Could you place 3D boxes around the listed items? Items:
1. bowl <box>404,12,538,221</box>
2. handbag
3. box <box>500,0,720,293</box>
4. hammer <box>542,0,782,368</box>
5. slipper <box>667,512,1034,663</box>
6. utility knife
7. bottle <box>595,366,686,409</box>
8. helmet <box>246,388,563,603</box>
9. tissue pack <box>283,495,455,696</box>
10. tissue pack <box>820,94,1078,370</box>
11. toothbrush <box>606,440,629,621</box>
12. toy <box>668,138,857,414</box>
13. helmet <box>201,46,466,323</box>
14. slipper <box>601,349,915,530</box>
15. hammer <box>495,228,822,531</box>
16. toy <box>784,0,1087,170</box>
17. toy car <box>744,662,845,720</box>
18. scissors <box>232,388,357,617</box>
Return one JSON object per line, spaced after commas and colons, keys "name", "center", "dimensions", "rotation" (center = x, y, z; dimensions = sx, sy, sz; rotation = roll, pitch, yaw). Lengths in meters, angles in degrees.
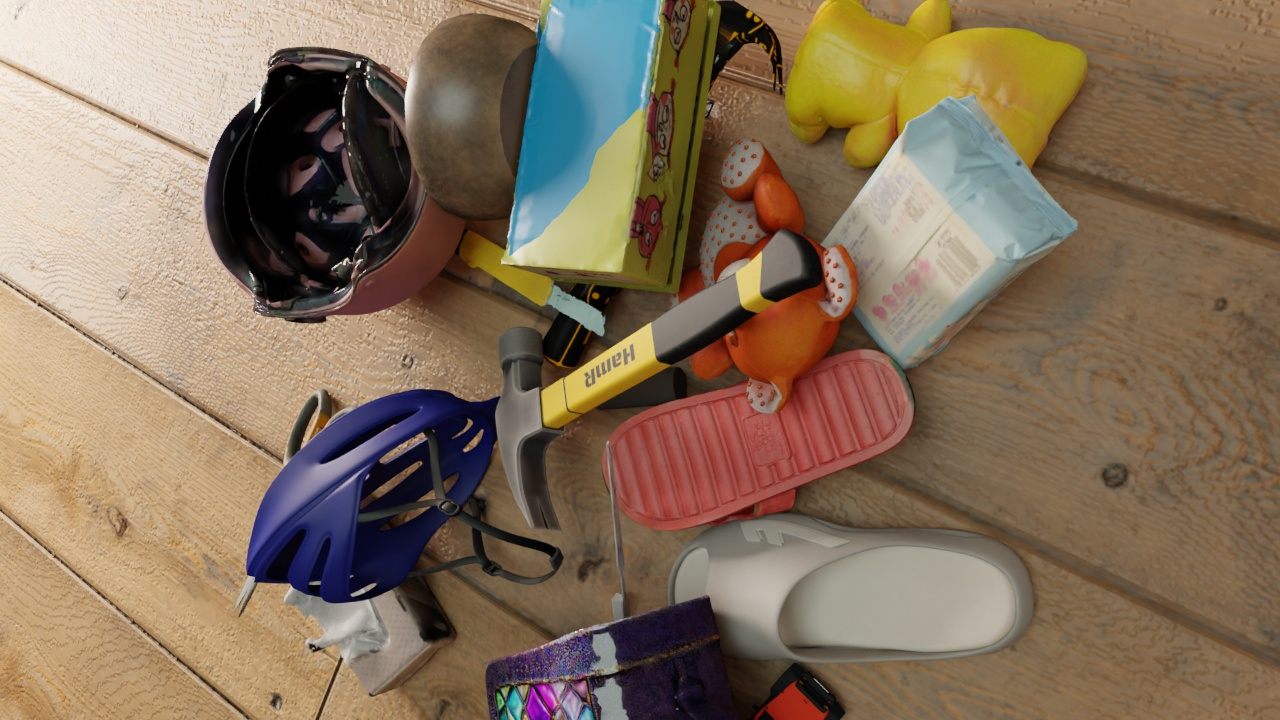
{"name": "bowl", "center": [-0.108, -0.192, 0.733], "dimensions": [0.070, 0.162, 0.162], "rotation": [8, 90, 26]}
{"name": "handbag", "center": [0.000, 0.279, 0.638], "dimensions": [0.223, 0.125, 0.204], "rotation": [-26, 74, 50]}
{"name": "box", "center": [-0.022, -0.168, 0.687], "dimensions": [0.125, 0.081, 0.221], "rotation": [6, 87, 34]}
{"name": "hammer", "center": [0.004, -0.129, 0.729], "dimensions": [0.123, 0.036, 0.321], "rotation": [40, 110, 31]}
{"name": "slipper", "center": [0.133, 0.169, 0.650], "dimensions": [0.266, 0.080, 0.113], "rotation": [-3, 88, 24]}
{"name": "utility knife", "center": [-0.098, -0.067, 0.778], "dimensions": [0.219, 0.019, 0.030], "rotation": [33, 111, 44]}
{"name": "bottle", "center": [-0.020, 0.025, 0.758], "dimensions": [0.113, 0.030, 0.030], "rotation": [-6, 84, 24]}
{"name": "helmet", "center": [-0.182, 0.131, 0.745], "dimensions": [0.228, 0.148, 0.241], "rotation": [37, 68, 27]}
{"name": "tissue pack", "center": [-0.262, 0.211, 0.840], "dimensions": [0.104, 0.071, 0.181], "rotation": [-42, 74, 15]}
{"name": "tissue pack", "center": [0.191, -0.076, 0.609], "dimensions": [0.069, 0.182, 0.112], "rotation": [-29, 74, -24]}
{"name": "toothbrush", "center": [-0.021, 0.139, 0.713], "dimensions": [0.010, 0.010, 0.182], "rotation": [10, 121, 25]}
{"name": "toy", "center": [0.080, -0.055, 0.652], "dimensions": [0.164, 0.092, 0.172], "rotation": [-65, 30, 31]}
{"name": "helmet", "center": [-0.260, -0.148, 0.814], "dimensions": [0.256, 0.152, 0.230], "rotation": [-9, 85, 25]}
{"name": "slipper", "center": [0.087, 0.064, 0.688], "dimensions": [0.249, 0.059, 0.103], "rotation": [-20, 73, 24]}
{"name": "hammer", "center": [-0.004, 0.004, 0.634], "dimensions": [0.326, 0.034, 0.169], "rotation": [-31, 57, 42]}
{"name": "toy", "center": [0.197, -0.196, 0.645], "dimensions": [0.194, 0.087, 0.134], "rotation": [29, 95, 24]}
{"name": "toy car", "center": [0.100, 0.275, 0.674], "dimensions": [0.051, 0.048, 0.100], "rotation": [42, 103, 21]}
{"name": "scissors", "center": [-0.336, 0.131, 0.870], "dimensions": [0.134, 0.016, 0.228], "rotation": [30, 89, 47]}
